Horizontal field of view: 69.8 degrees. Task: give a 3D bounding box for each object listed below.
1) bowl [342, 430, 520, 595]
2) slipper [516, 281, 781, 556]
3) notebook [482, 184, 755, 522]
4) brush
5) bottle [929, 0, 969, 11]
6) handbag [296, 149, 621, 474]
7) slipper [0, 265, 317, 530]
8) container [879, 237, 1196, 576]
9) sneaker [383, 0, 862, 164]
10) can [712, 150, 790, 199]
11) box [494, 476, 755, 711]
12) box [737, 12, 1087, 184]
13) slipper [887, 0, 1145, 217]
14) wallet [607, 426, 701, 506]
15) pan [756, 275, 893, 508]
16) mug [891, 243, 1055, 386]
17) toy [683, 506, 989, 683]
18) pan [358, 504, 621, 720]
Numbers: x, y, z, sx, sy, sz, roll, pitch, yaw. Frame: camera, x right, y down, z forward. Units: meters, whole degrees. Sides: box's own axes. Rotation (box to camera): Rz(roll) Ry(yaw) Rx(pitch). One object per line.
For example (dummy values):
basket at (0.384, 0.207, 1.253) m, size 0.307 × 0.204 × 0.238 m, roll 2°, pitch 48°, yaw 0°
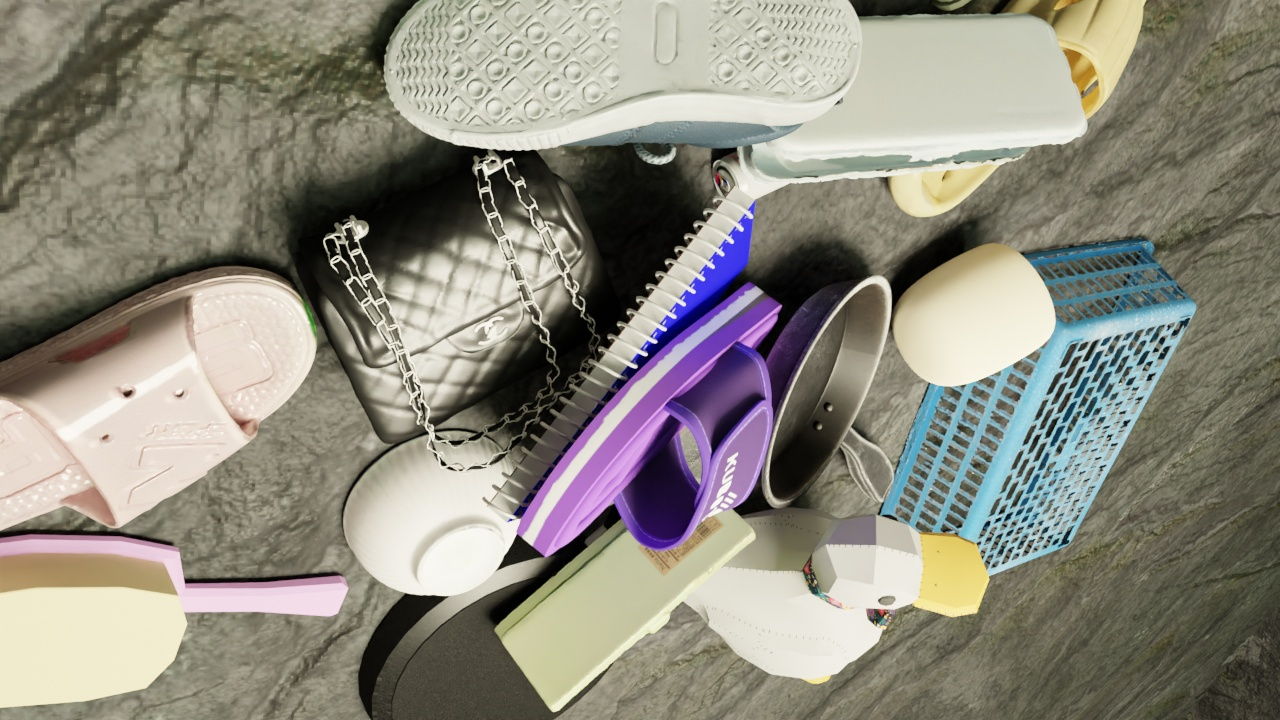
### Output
bowl at (-0.126, 0.111, 0.597) m, size 0.118 × 0.062 × 0.118 m, roll -18°, pitch 131°, yaw -23°
slipper at (0.042, 0.040, 0.548) m, size 0.265 × 0.084 × 0.107 m, roll -40°, pitch 165°, yaw -54°
notebook at (-0.003, 0.003, 0.546) m, size 0.209 × 0.022 × 0.171 m, roll -52°, pitch 173°, yaw -1°
brush at (-0.278, 0.148, 0.533) m, size 0.228 × 0.043 × 0.089 m, roll 11°, pitch 115°, yaw -40°
bottle at (0.133, -0.267, 0.486) m, size 0.071 × 0.071 × 0.206 m, roll -49°, pitch 136°, yaw 6°
handbag at (-0.090, -0.031, 0.479) m, size 0.153 × 0.114 × 0.125 m, roll -27°, pitch 133°, yaw -11°
slipper at (-0.268, 0.038, 0.442) m, size 0.239 × 0.064 × 0.094 m, roll -26°, pitch 133°, yaw -15°
container at (0.389, 0.069, 0.908) m, size 0.256 × 0.089 × 0.363 m, roll -10°, pitch 127°, yaw -29°
sneaker at (-0.005, -0.145, 0.464) m, size 0.235 × 0.087 × 0.089 m, roll -2°, pitch 89°, yaw -4°
can at (0.094, -0.131, 0.589) m, size 0.095 × 0.032 × 0.032 m, roll -27°, pitch 134°, yaw -16°
box at (-0.009, 0.172, 0.677) m, size 0.187 × 0.091 × 0.083 m, roll -37°, pitch 148°, yaw -13°
box at (0.156, -0.162, 0.571) m, size 0.215 × 0.122 × 0.083 m, roll -4°, pitch 158°, yaw -11°
slipper at (0.288, -0.196, 0.646) m, size 0.261 × 0.079 × 0.111 m, roll -46°, pitch 139°, yaw 4°
wallet at (-0.002, 0.060, 0.665) m, size 0.123 × 0.019 × 0.072 m, roll -24°, pitch 114°, yaw -18°
pan at (0.166, 0.055, 0.758) m, size 0.187 × 0.055 × 0.357 m, roll -58°, pitch 152°, yaw -10°
mug at (0.254, -0.028, 0.744) m, size 0.099 × 0.096 × 0.120 m, roll -27°, pitch 174°, yaw -13°
toy at (0.136, 0.183, 0.752) m, size 0.247 × 0.140 × 0.268 m, roll 5°, pitch 154°, yaw 9°
pan at (-0.062, 0.182, 0.718) m, size 0.356 × 0.034 × 0.225 m, roll -48°, pitch 135°, yaw 7°
